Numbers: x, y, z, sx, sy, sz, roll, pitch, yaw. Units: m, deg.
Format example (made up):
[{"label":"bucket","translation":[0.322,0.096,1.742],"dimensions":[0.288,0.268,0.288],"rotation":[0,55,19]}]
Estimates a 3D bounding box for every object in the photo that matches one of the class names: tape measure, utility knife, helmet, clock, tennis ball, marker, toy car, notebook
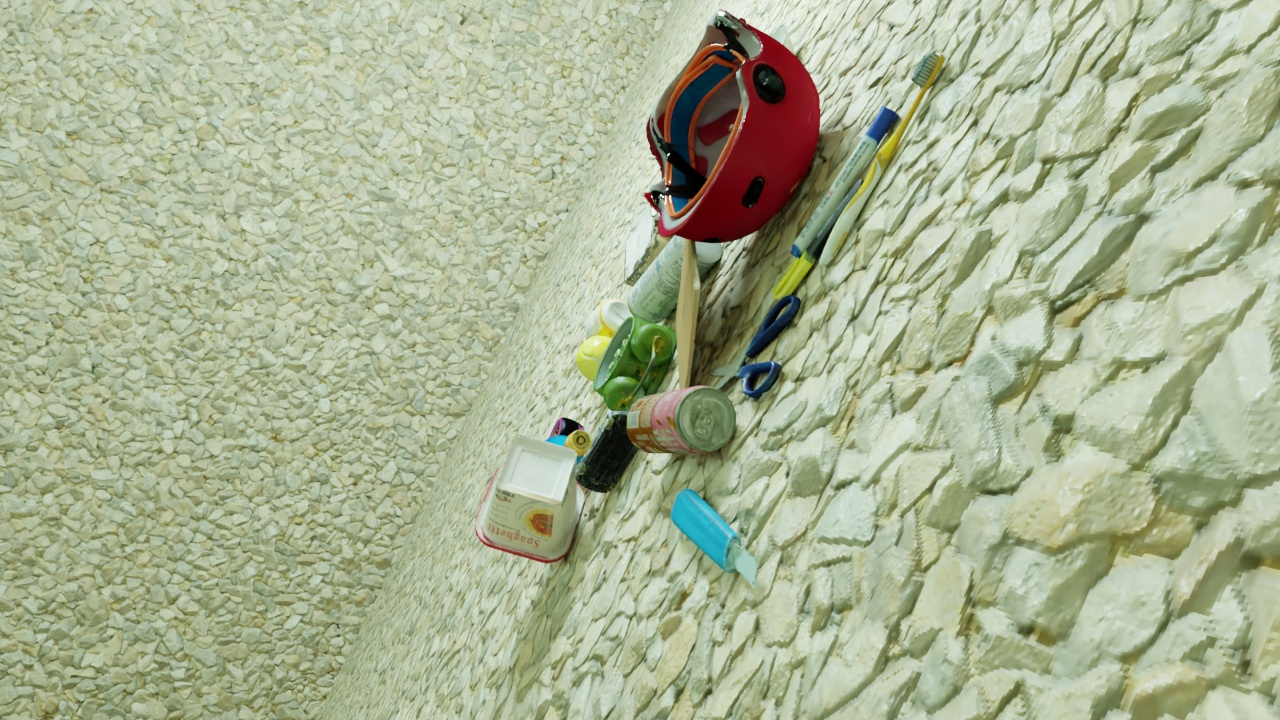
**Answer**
[{"label":"tape measure","translation":[-0.104,0.111,1.288],"dimensions":[0.057,0.039,0.057],"rotation":[-44,28,53]},{"label":"utility knife","translation":[0.055,0.133,0.691],"dimensions":[0.188,0.018,0.034],"rotation":[-154,79,-76]},{"label":"helmet","translation":[0.103,-0.214,0.924],"dimensions":[0.208,0.143,0.239],"rotation":[132,146,-50]},{"label":"clock","translation":[-0.006,0.006,1.083],"dimensions":[0.116,0.056,0.161],"rotation":[-63,14,4]},{"label":"tennis ball","translation":[-0.055,-0.002,1.259],"dimensions":[0.066,0.065,0.065],"rotation":[-57,14,23]},{"label":"marker","translation":[0.152,-0.102,0.782],"dimensions":[0.124,0.015,0.018],"rotation":[-56,12,21]},{"label":"toy car","translation":[-0.033,0.100,1.020],"dimensions":[0.106,0.049,0.031],"rotation":[-58,18,17]},{"label":"notebook","translation":[0.049,-0.054,0.965],"dimensions":[0.207,0.008,0.148],"rotation":[-89,3,-60]},{"label":"marker","translation":[0.174,-0.151,0.792],"dimensions":[0.146,0.017,0.017],"rotation":[-59,14,18]}]

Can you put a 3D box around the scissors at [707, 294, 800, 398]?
[{"label":"scissors","translation":[0.092,0.007,0.811],"dimensions":[0.164,0.012,0.160],"rotation":[-58,13,26]}]

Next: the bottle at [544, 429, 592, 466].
[{"label":"bottle","translation":[-0.118,0.142,1.228],"dimensions":[0.219,0.065,0.065],"rotation":[-42,25,55]}]

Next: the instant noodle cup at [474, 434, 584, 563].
[{"label":"instant noodle cup","translation":[-0.124,0.156,1.064],"dimensions":[0.124,0.116,0.116],"rotation":[107,180,-52]}]

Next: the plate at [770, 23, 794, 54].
[{"label":"plate","translation":[0.140,-0.346,1.256],"dimensions":[0.161,0.034,0.266],"rotation":[-68,14,-18]}]

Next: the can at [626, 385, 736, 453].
[{"label":"can","translation":[0.033,0.056,0.833],"dimensions":[0.057,0.058,0.147],"rotation":[-66,14,-12]}]

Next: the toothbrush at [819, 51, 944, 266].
[{"label":"toothbrush","translation":[0.191,-0.162,0.742],"dimensions":[0.191,0.018,0.016],"rotation":[-61,12,8]}]

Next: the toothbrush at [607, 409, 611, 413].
[{"label":"toothbrush","translation":[-0.038,0.072,1.158],"dimensions":[0.021,0.029,0.188],"rotation":[62,-139,-55]}]

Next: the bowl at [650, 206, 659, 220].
[{"label":"bowl","translation":[0.069,-0.230,1.230],"dimensions":[0.117,0.066,0.116],"rotation":[-58,15,25]}]

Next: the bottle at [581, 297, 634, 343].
[{"label":"bottle","translation":[-0.050,-0.046,1.330],"dimensions":[0.109,0.063,0.063],"rotation":[-41,25,57]}]

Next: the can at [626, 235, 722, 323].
[{"label":"can","translation":[0.039,-0.104,1.117],"dimensions":[0.147,0.058,0.058],"rotation":[-48,20,49]}]

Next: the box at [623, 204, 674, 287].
[{"label":"box","translation":[0.021,-0.159,1.296],"dimensions":[0.090,0.061,0.184],"rotation":[-56,13,25]}]
